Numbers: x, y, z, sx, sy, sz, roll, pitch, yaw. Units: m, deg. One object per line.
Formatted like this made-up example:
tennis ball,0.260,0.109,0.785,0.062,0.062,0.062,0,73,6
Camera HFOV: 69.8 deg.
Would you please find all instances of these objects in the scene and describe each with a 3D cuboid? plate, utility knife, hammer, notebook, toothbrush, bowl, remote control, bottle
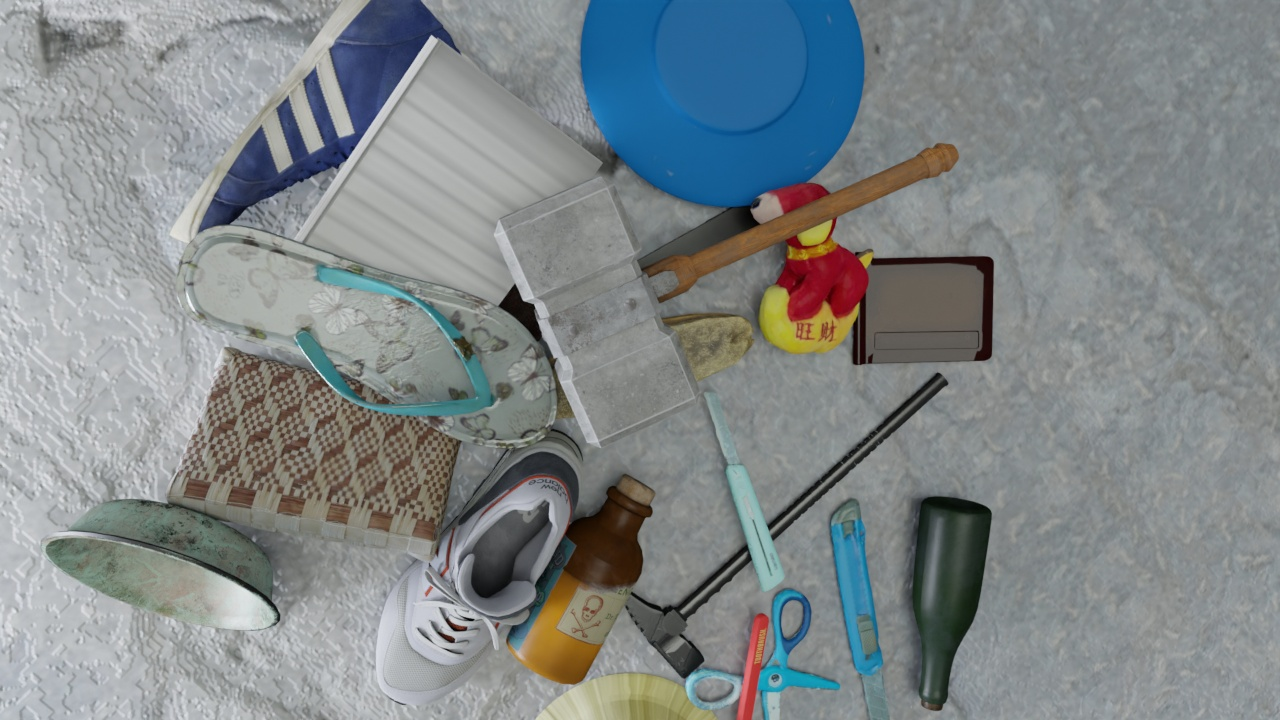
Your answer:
plate,0.067,-0.231,0.698,0.224,0.024,0.224,0,91,-8
utility knife,0.080,0.102,0.729,0.022,0.015,0.166,-19,92,-6
hammer,0.076,-0.082,0.632,0.317,0.083,0.163,-24,103,-4
hammer,0.125,0.116,0.749,0.324,0.015,0.095,-41,99,-5
plate,-0.011,0.348,0.734,0.184,0.036,0.184,-1,95,-9
utility knife,0.189,0.225,0.768,0.031,0.015,0.221,-12,98,-3
notebook,-0.143,-0.093,0.637,0.142,0.009,0.210,32,101,-30
toothbrush,0.085,0.309,0.744,0.012,0.018,0.212,4,98,-36
bowl,-0.319,0.138,0.629,0.157,0.158,0.038,19,55,-10
remote control,0.034,-0.080,0.718,0.150,0.013,0.034,-30,98,-6
bottle,-0.037,0.161,0.699,0.068,0.068,0.157,29,90,-10
bottle,0.250,0.202,0.756,0.055,0.055,0.174,4,95,-9

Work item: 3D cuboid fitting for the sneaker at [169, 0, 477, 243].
sneaker,-0.205,-0.145,0.646,0.118,0.091,0.233,37,89,-21

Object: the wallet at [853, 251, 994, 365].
wallet,0.231,-0.043,0.752,0.115,0.018,0.091,-1,95,-7

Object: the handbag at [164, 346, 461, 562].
handbag,-0.222,0.066,0.653,0.185,0.047,0.123,13,57,-9

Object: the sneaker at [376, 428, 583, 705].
sneaker,-0.118,0.159,0.657,0.089,0.124,0.239,32,89,-10

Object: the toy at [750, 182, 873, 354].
toy,0.136,-0.070,0.710,0.105,0.067,0.137,-18,111,-21

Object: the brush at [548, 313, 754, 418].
brush,-0.004,0.004,0.704,0.195,0.043,0.059,-16,97,-6

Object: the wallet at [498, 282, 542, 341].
wallet,-0.104,-0.062,0.692,0.099,0.031,0.120,36,94,-11

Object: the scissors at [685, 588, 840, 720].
scissors,0.106,0.253,0.758,0.134,0.011,0.139,12,91,-10

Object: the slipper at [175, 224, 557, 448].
slipper,-0.169,-0.017,0.613,0.268,0.055,0.098,26,93,-18
